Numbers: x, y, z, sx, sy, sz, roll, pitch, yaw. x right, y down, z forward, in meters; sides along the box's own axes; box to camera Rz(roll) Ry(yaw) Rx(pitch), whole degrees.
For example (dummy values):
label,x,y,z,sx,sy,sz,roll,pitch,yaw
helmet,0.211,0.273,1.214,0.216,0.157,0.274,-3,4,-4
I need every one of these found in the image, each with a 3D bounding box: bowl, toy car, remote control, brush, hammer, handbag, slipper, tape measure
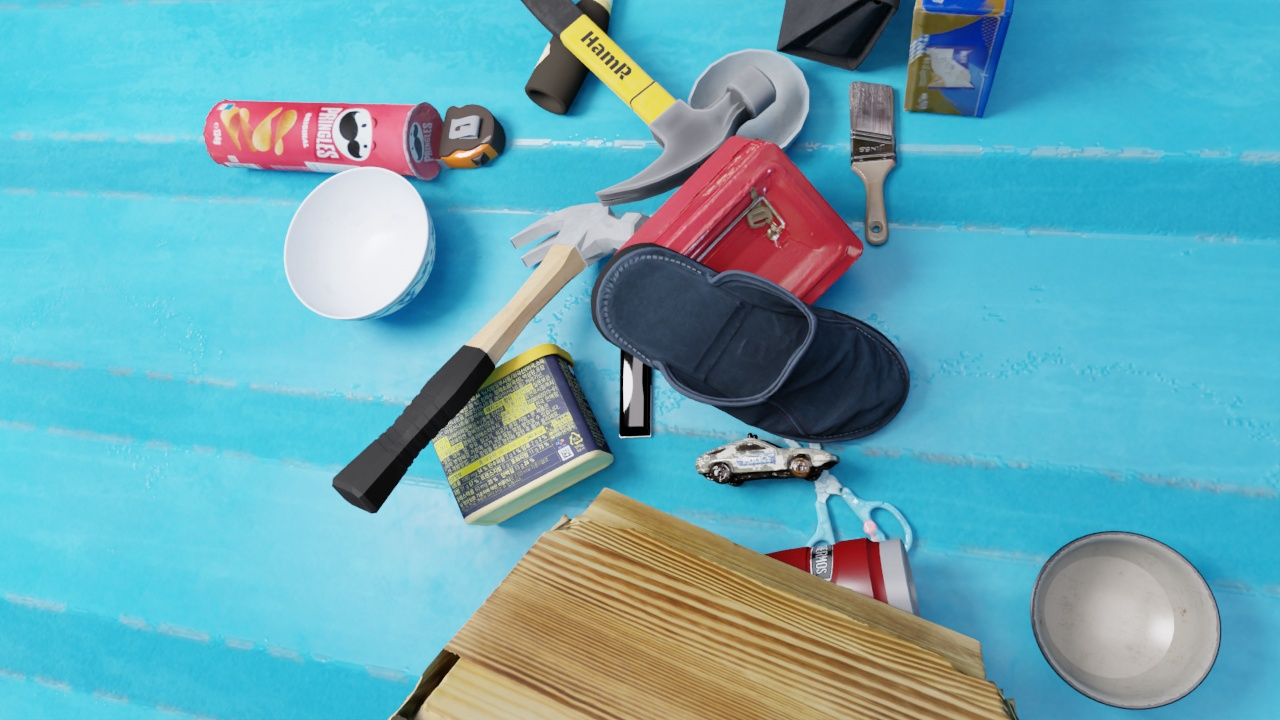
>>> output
label,x,y,z,sx,sy,sz,roll,pitch,yaw
bowl,0.330,0.179,0.640,0.116,0.059,0.115,-4,76,14
toy car,0.100,0.077,0.727,0.113,0.048,0.040,-6,79,21
bowl,-0.246,-0.098,0.853,0.144,0.074,0.143,-4,76,14
remote control,-0.005,0.005,0.797,0.028,0.012,0.124,-3,76,14
brush,0.199,-0.170,0.784,0.039,0.012,0.151,-1,77,14
hammer,-0.121,-0.014,0.742,0.131,0.039,0.327,11,52,41
handbag,0.185,-0.343,0.700,0.072,0.196,0.175,11,90,-10
hammer,-0.044,-0.274,0.816,0.170,0.034,0.324,-41,70,-1
slipper,0.093,0.000,0.667,0.265,0.083,0.109,23,100,-20
tape measure,-0.162,-0.215,0.878,0.059,0.038,0.058,6,79,16
bowl,0.097,-0.216,0.808,0.106,0.039,0.106,-4,76,14

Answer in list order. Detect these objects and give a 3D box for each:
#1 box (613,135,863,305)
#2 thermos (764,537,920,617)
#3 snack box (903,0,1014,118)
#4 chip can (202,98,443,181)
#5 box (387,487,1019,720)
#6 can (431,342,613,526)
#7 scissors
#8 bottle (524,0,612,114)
label,x,y,z,sx,sy,sz,roll,pitch,yaw
box,0.072,-0.082,0.729,0.157,0.130,0.097,-44,26,4
thermos,0.105,0.196,0.687,0.199,0.083,0.108,-12,108,17
snack box,0.260,-0.322,0.728,0.069,0.155,0.202,9,79,16
chip can,-0.312,-0.219,0.903,0.233,0.073,0.073,6,79,17
box,0.033,0.246,0.501,0.279,0.335,0.286,21,107,12
can,-0.104,0.065,0.778,0.135,0.075,0.104,-28,74,7
scissors,0.143,0.116,0.735,0.095,0.015,0.142,-42,65,4
bottle,-0.049,-0.323,0.870,0.045,0.045,0.184,23,81,19
